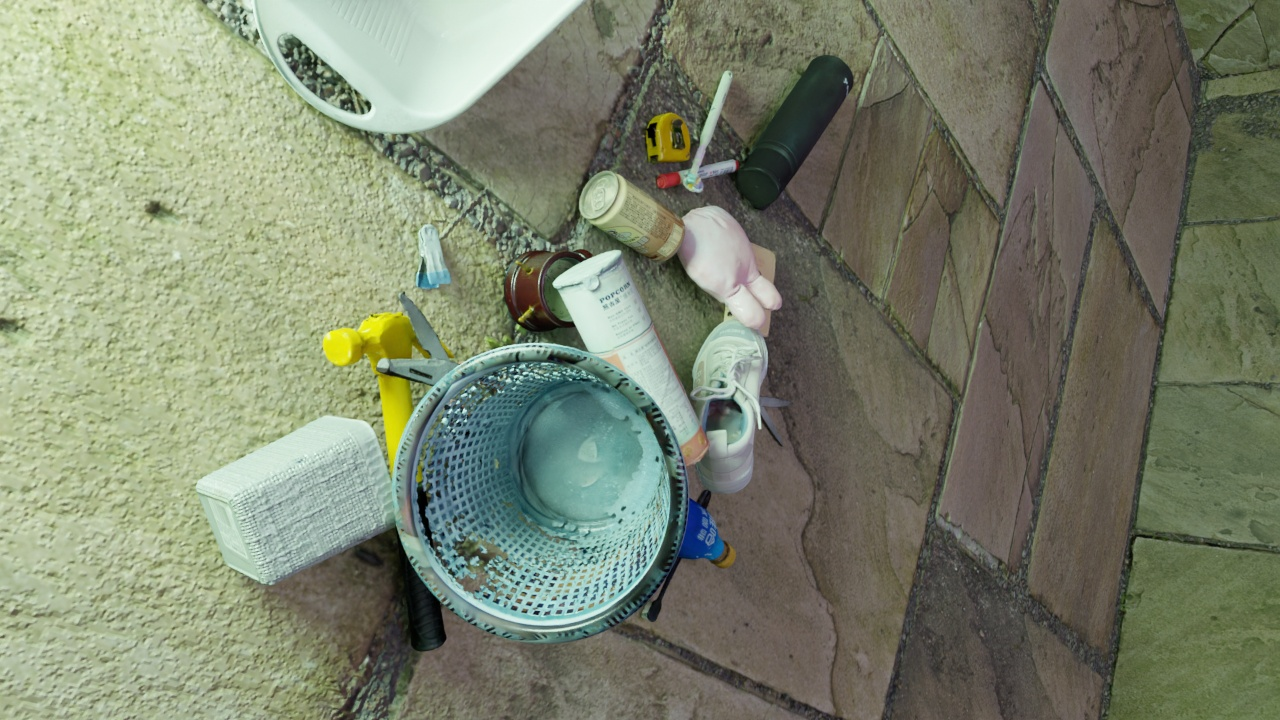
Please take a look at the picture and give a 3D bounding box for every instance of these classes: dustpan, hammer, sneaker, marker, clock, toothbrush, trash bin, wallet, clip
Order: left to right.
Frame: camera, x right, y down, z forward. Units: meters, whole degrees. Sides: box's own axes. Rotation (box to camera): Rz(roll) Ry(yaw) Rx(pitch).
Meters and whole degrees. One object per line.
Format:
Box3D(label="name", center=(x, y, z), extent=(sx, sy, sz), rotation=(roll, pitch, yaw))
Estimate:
Box3D(label="hammer", center=(-0.200, 0.106, 0.790), extent=(0.128, 0.033, 0.301), rotation=(-26, 115, -62))
Box3D(label="dustpan", center=(-0.166, -0.306, 0.721), extent=(0.222, 0.258, 0.142), rotation=(40, 39, -40))
Box3D(label="clip", center=(-0.188, -0.094, 0.825), extent=(0.026, 0.043, 0.058), rotation=(-4, 86, -44))
Box3D(label="clock", center=(-0.078, -0.071, 0.914), extent=(0.121, 0.055, 0.082), rotation=(-6, 95, -44))
Box3D(label="trash bin", center=(-0.065, 0.097, 0.773), extent=(0.195, 0.227, 0.226), rotation=(-18, 107, -82))
Box3D(label="toothbrush", center=(0.045, 0.227, 1.084), extent=(0.015, 0.018, 0.180), rotation=(46, 56, -25))
Box3D(label="marker", center=(0.071, -0.225, 1.100), extent=(0.144, 0.017, 0.017), rotation=(-23, 107, -44))
Box3D(label="toothbrush", center=(0.085, -0.279, 1.099), extent=(0.029, 0.020, 0.189), rotation=(34, 58, -27))
Box3D(label="sneaker", center=(0.095, 0.027, 1.036), extent=(0.091, 0.089, 0.241), rotation=(74, 19, -45))
Box3D(label="wallet", center=(0.142, -0.090, 1.175), extent=(0.087, 0.024, 0.115), rotation=(11, 81, -41))

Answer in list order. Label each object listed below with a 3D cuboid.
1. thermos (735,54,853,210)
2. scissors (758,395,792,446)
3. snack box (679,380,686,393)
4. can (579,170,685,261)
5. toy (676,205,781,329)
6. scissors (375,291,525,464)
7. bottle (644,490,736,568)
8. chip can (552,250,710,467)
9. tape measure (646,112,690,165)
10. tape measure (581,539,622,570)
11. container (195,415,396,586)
Box3D(label="thermos", center=(0.202, -0.298, 1.213), extent=(0.241, 0.068, 0.090), rotation=(-56, 161, -28))
Box3D(label="scissors", center=(0.150, 0.054, 1.192), extent=(0.159, 0.014, 0.181), rotation=(-38, 118, -40))
Box3D(label="snack box", center=(-0.027, 0.078, 0.958), extent=(0.174, 0.074, 0.051), rotation=(-51, 124, -33))
Box3D(label="can", center=(-0.007, -0.153, 0.987), extent=(0.116, 0.059, 0.058), rotation=(27, 72, -44))
Box3D(label="toy", center=(0.103, -0.110, 1.086), extent=(0.159, 0.054, 0.121), rotation=(53, 44, -4))
Box3D(label="scissors", center=(-0.159, 0.025, 0.814), extent=(0.188, 0.015, 0.227), rotation=(-49, 135, -55))
Box3D(label="bottle", center=(0.036, 0.180, 1.030), extent=(0.218, 0.065, 0.065), rotation=(41, 62, -37))
Box3D(label="chip can", center=(-0.005, 0.005, 0.883), extent=(0.071, 0.071, 0.215), rotation=(-40, 112, -39))
Box3D(label="tape measure", center=(0.034, -0.254, 1.051), extent=(0.059, 0.029, 0.057), rotation=(-14, 100, -46))
Box3D(label="tape measure", center=(-0.037, 0.203, 0.987), extent=(0.058, 0.025, 0.054), rotation=(5, 86, -46))
Box3D(label="container", center=(-0.261, 0.107, 0.702), extent=(0.114, 0.090, 0.090), rotation=(-28, 110, -40))
